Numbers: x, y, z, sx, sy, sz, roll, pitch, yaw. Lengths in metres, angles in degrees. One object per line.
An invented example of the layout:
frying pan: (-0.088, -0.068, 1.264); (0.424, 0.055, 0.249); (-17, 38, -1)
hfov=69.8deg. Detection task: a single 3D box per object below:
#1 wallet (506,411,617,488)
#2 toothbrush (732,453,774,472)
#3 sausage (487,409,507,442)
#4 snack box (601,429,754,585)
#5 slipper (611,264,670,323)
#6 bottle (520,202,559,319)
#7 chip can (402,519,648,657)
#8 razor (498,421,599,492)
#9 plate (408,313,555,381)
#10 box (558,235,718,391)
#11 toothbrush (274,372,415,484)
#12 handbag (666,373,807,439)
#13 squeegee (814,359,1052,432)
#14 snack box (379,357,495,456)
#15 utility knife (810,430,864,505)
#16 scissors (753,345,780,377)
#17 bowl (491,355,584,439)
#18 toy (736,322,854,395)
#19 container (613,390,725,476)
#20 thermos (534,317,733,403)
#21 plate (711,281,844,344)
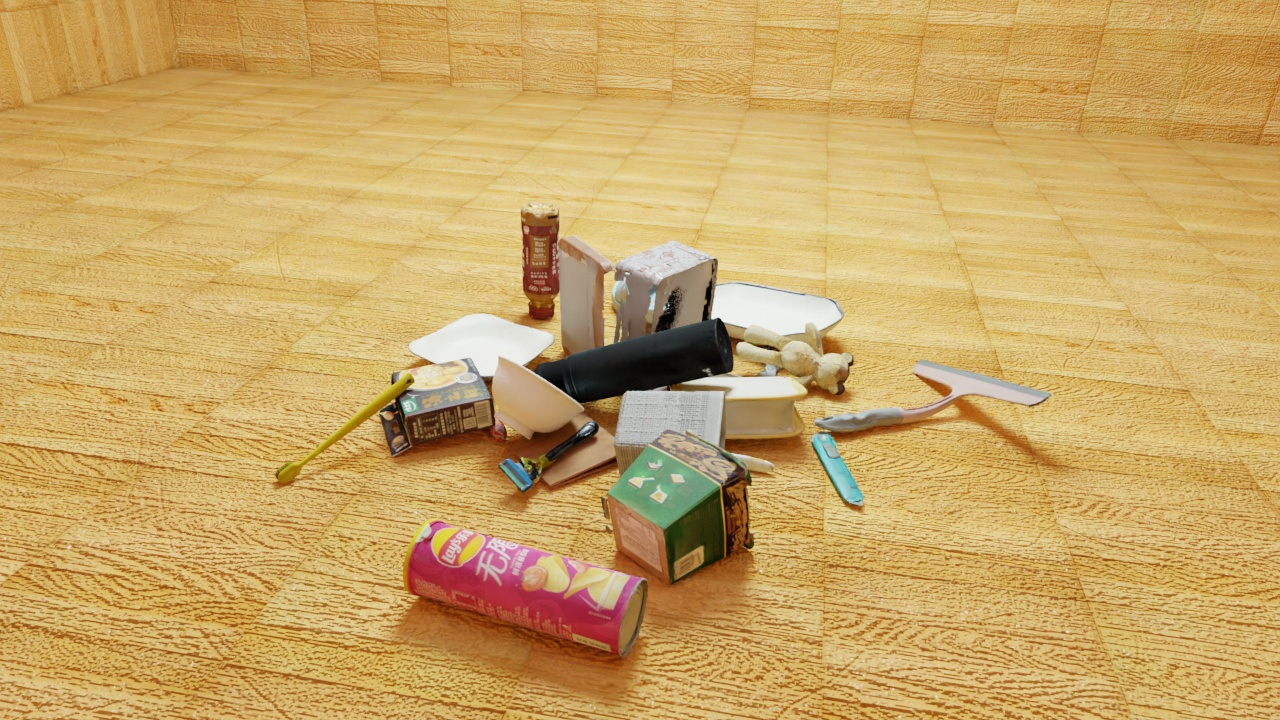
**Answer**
wallet: (-0.084, 0.104, 1.072); (0.115, 0.020, 0.101); (-20, 35, -31)
toothbrush: (0.064, 0.107, 1.080); (0.191, 0.016, 0.018); (10, 19, 15)
sausage: (-0.192, 0.062, 1.144); (0.020, 0.020, 0.156); (-9, 28, -21)
snack box: (0.035, 0.150, 0.902); (0.105, 0.118, 0.118); (-34, 42, -32)
slipper: (0.024, -0.110, 1.393); (0.104, 0.074, 0.245); (-32, 25, -16)
bottle: (-0.151, -0.149, 1.392); (0.057, 0.175, 0.057); (1, 27, -1)
chip can: (-0.102, 0.201, 0.818); (0.211, 0.071, 0.071); (11, 28, 17)
razor: (-0.098, 0.104, 1.034); (0.042, 0.022, 0.142); (45, 45, 15)
plate: (-0.218, -0.012, 1.271); (0.164, 0.034, 0.163); (17, 31, 27)
box: (-0.023, -0.072, 1.250); (0.193, 0.183, 0.156); (27, 35, 35)
toothbrush: (-0.335, 0.075, 1.047); (0.017, 0.016, 0.189); (18, 50, 43)
handbag: (0.115, 0.049, 1.164); (0.163, 0.063, 0.178); (0, 14, -4)
squeegee: (0.332, 0.062, 1.164); (0.249, 0.040, 0.248); (-13, 14, -17)
snack box: (-0.250, 0.053, 1.110); (0.125, 0.053, 0.113); (-12, 30, -19)
utility knife: (0.228, 0.122, 1.064); (0.029, 0.013, 0.157); (-3, 27, -6)
scissors: (0.184, 0.009, 1.286); (0.175, 0.014, 0.159); (-10, 30, -20)
bowl: (-0.131, 0.052, 1.066); (0.118, 0.118, 0.064); (25, 79, 37)
toy: (0.207, -0.002, 1.245); (0.157, 0.066, 0.105); (20, 70, 13)
container: (0.034, 0.088, 1.015); (0.114, 0.090, 0.090); (3, 51, 9)
thermos: (-0.007, 0.007, 1.140); (0.243, 0.068, 0.090); (-12, -9, 20)
plate: (0.176, -0.068, 1.386); (0.266, 0.034, 0.161); (15, 30, 38)
